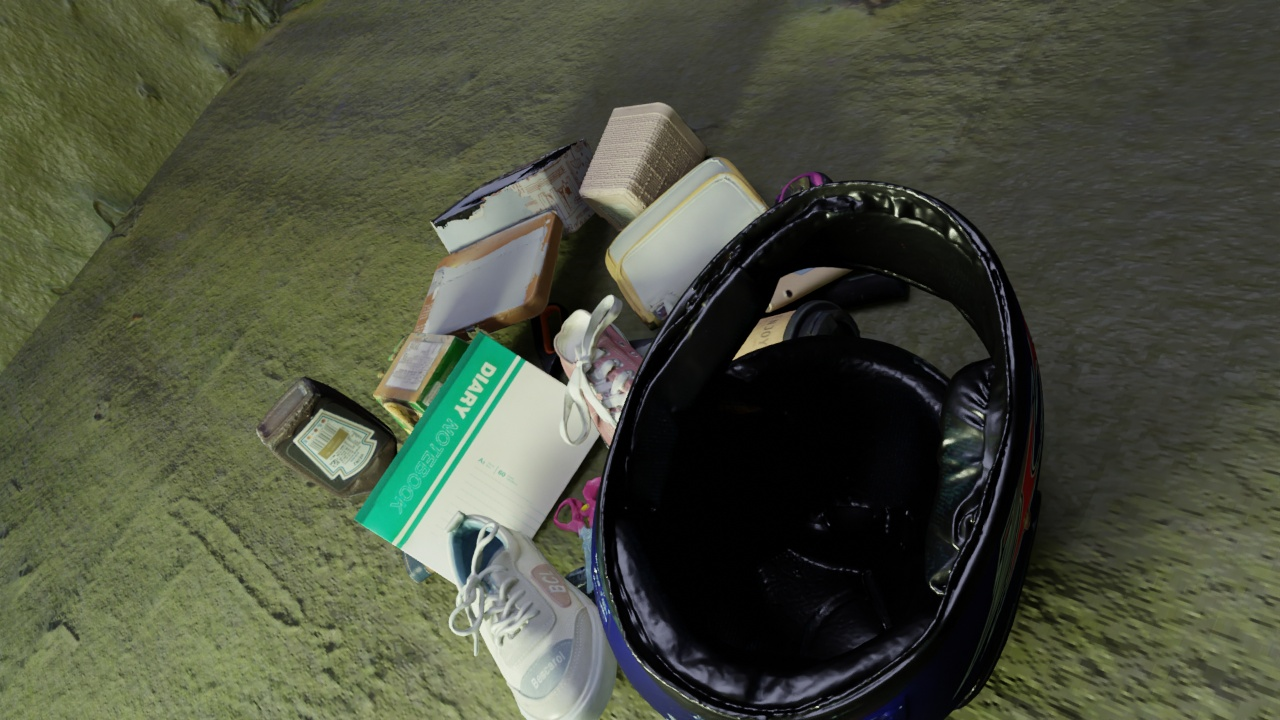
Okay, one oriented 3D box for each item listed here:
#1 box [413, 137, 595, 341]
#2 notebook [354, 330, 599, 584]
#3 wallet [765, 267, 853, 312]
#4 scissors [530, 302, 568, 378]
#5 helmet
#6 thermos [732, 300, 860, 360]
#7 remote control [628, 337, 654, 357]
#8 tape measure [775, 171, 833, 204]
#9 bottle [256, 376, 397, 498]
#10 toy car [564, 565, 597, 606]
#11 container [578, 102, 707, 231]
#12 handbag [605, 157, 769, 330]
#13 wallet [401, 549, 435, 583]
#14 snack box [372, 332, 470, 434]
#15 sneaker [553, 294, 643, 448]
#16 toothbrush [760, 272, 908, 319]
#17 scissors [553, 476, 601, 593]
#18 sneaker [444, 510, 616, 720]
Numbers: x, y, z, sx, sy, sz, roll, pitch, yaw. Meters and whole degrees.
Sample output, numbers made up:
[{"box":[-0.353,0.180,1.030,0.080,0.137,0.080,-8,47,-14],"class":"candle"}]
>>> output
[{"box":[-0.149,-0.129,1.014,0.179,0.110,0.258,-16,24,32],"class":"box"},{"box":[-0.145,0.098,0.853,0.209,0.150,0.012,-57,2,-7],"class":"notebook"},{"box":[0.133,-0.078,0.795,0.115,0.024,0.087,-29,29,-17],"class":"wallet"},{"box":[-0.106,0.035,0.952,0.235,0.021,0.220,-12,56,31],"class":"scissors"},{"box":[0.107,0.077,0.554,0.247,0.240,0.315,20,82,21],"class":"helmet"},{"box":[0.108,0.002,0.743,0.143,0.093,0.093,-3,57,48],"class":"thermos"},{"box":[-0.005,0.005,0.878,0.137,0.024,0.053,-7,54,27],"class":"remote control"},{"box":[0.156,-0.145,0.848,0.057,0.039,0.057,-22,47,27],"class":"tape measure"},{"box":[-0.259,0.093,0.854,0.080,0.195,0.044,-49,44,-7],"class":"bottle"},{"box":[-0.047,0.222,0.742,0.054,0.037,0.120,-28,36,23],"class":"toy car"},{"box":[0.000,-0.204,0.995,0.090,0.090,0.110,9,68,44],"class":"container"},{"box":[0.054,-0.103,0.879,0.163,0.063,0.178,-40,37,11],"class":"handbag"},{"box":[-0.190,0.157,0.920,0.115,0.033,0.090,-36,44,12],"class":"wallet"},{"box":[-0.192,0.033,0.920,0.118,0.105,0.118,5,62,43],"class":"snack box"},{"box":[-0.023,0.022,0.790,0.118,0.088,0.241,-48,43,8],"class":"sneaker"},{"box":[0.130,-0.047,0.807,0.213,0.026,0.027,-12,20,37],"class":"toothbrush"},{"box":[-0.051,0.155,0.793,0.073,0.017,0.137,-29,31,16],"class":"scissors"},{"box":[-0.097,0.189,0.717,0.089,0.091,0.242,-46,31,-4],"class":"sneaker"}]
